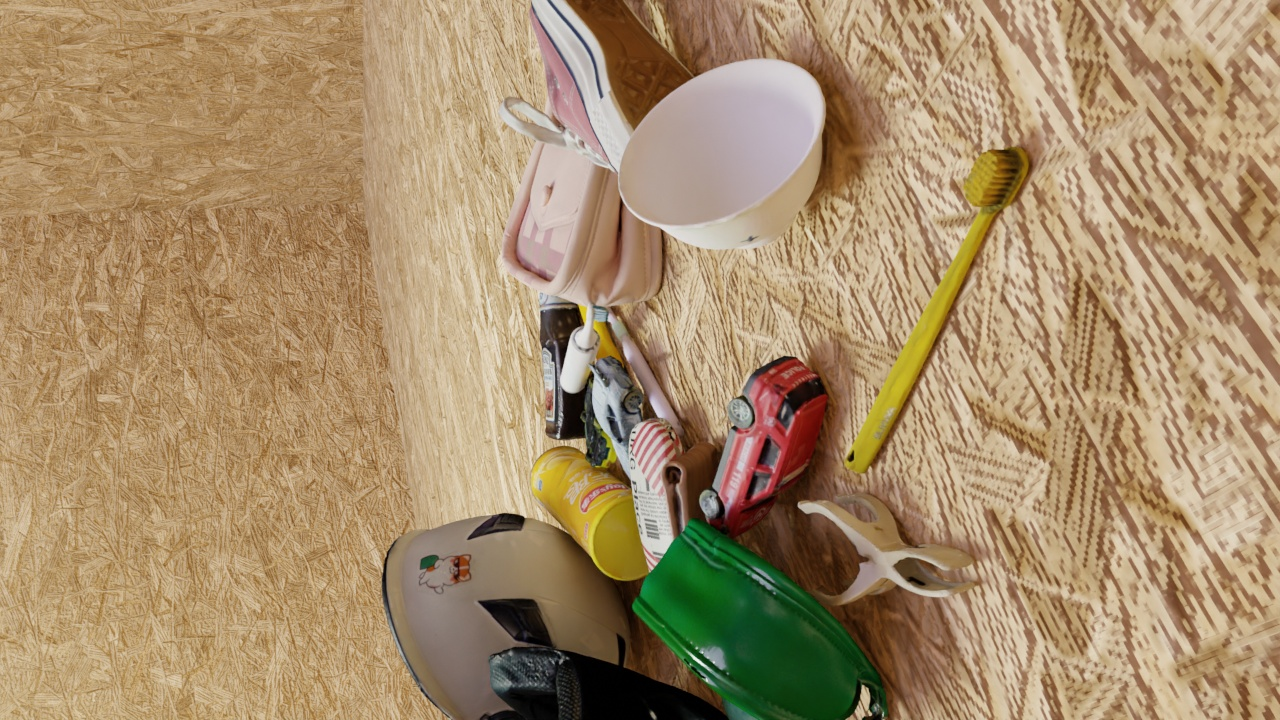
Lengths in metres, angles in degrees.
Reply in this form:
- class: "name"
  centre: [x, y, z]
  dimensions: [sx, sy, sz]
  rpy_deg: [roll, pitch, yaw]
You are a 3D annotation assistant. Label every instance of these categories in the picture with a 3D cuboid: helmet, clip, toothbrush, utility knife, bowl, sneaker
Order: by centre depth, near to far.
- class: "toothbrush"
  centre: [0.128, -0.013, 0.423]
  dimensions: [0.191, 0.016, 0.015]
  rpy_deg: [103, 153, -42]
- class: "clip"
  centre: [0.119, 0.108, 0.461]
  dimensions: [0.102, 0.035, 0.095]
  rpy_deg: [41, 129, 51]
- class: "bowl"
  centre: [0.054, -0.101, 0.508]
  dimensions: [0.065, 0.118, 0.118]
  rpy_deg: [48, -168, -47]
- class: "sneaker"
  centre: [-0.022, -0.174, 0.635]
  dimensions: [0.241, 0.118, 0.088]
  rpy_deg: [61, 139, 30]
- class: "helmet"
  centre: [-0.029, 0.344, 0.649]
  dimensions: [0.275, 0.230, 0.232]
  rpy_deg: [101, -176, -48]
- class: "toothbrush"
  centre: [-0.005, 0.005, 0.779]
  dimensions: [0.021, 0.029, 0.189]
  rpy_deg: [-47, 41, 14]
- class: "toothbrush"
  centre: [-0.050, -0.010, 0.798]
  dimensions: [0.221, 0.026, 0.026]
  rpy_deg: [118, 160, -72]
- class: "helmet"
  centre: [-0.099, 0.240, 0.850]
  dimensions: [0.274, 0.157, 0.229]
  rpy_deg: [59, -174, -45]
- class: "utility knife"
  centre: [-0.035, -0.020, 0.858]
  dimensions: [0.033, 0.015, 0.156]
  rpy_deg: [115, 145, -43]

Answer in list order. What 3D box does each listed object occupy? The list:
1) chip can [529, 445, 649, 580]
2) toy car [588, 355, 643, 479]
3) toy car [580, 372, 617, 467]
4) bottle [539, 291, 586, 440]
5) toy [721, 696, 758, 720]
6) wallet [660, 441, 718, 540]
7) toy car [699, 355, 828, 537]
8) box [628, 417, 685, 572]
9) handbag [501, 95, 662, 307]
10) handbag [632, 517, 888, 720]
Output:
- class: "chip can"
  centre: [-0.044, 0.134, 0.846]
  dimensions: [0.213, 0.072, 0.072]
  rpy_deg: [-163, 69, -68]
- class: "toy car"
  centre: [-0.015, 0.054, 0.773]
  dimensions: [0.054, 0.036, 0.121]
  rpy_deg: [-134, 26, -60]
- class: "toy car"
  centre: [-0.035, 0.055, 0.856]
  dimensions: [0.105, 0.032, 0.048]
  rpy_deg: [-104, 24, -53]
- class: "bottle"
  centre: [-0.082, -0.017, 0.945]
  dimensions: [0.080, 0.044, 0.195]
  rpy_deg: [-178, 83, -72]
- class: "toy"
  centre: [0.080, 0.222, 0.603]
  dimensions: [0.096, 0.030, 0.092]
  rpy_deg: [46, 140, 50]
- class: "wallet"
  centre: [0.039, 0.117, 0.619]
  dimensions: [0.101, 0.020, 0.115]
  rpy_deg: [-12, -86, -74]
- class: "toy car"
  centre: [0.073, 0.055, 0.538]
  dimensions: [0.045, 0.052, 0.121]
  rpy_deg: [38, 131, 30]
- class: "box"
  centre: [0.027, 0.123, 0.702]
  dimensions: [0.069, 0.052, 0.164]
  rpy_deg: [179, 81, -78]
- class: "handbag"
  centre: [-0.047, -0.169, 0.772]
  dimensions: [0.193, 0.093, 0.234]
  rpy_deg: [-145, 59, -63]
- class: "handbag"
  centre: [0.066, 0.151, 0.514]
  dimensions: [0.068, 0.120, 0.131]
  rpy_deg: [-57, 26, -7]
